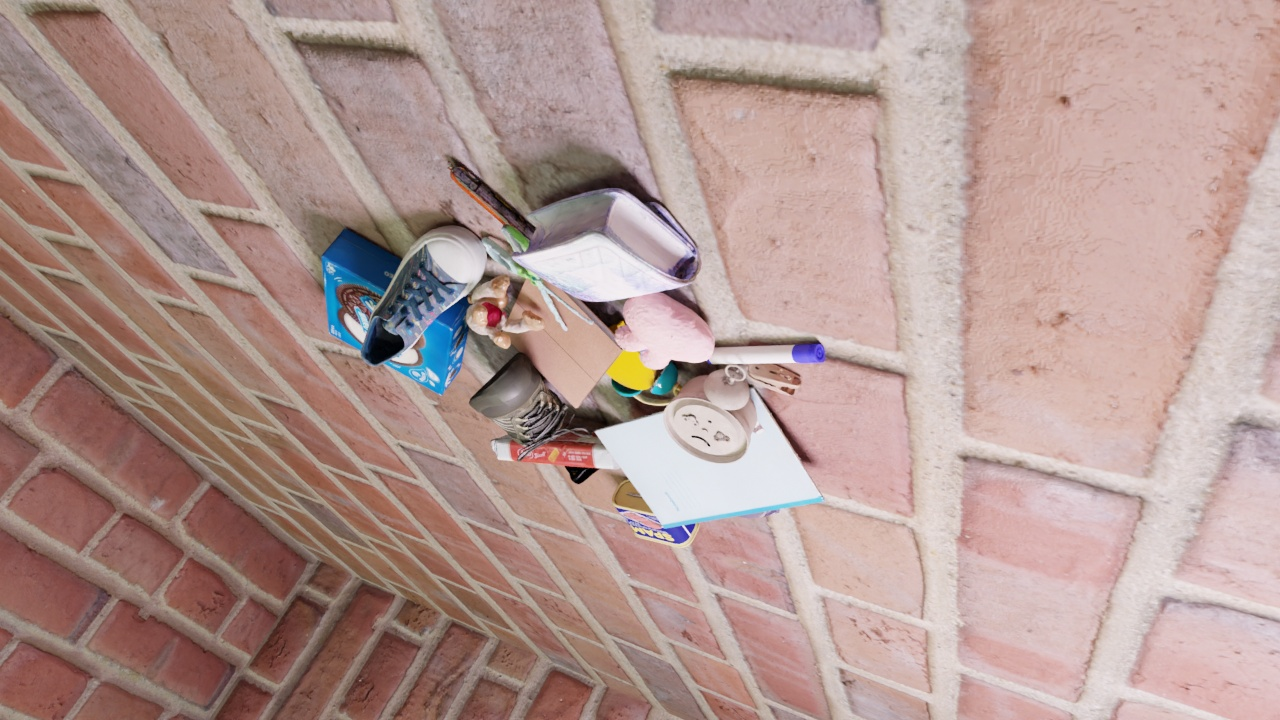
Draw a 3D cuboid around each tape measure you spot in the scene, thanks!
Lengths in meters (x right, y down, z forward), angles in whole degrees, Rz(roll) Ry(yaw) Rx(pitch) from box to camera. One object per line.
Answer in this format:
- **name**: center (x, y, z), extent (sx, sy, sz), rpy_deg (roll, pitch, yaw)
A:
- **tape measure**: center (-0.084, 0.149, 1.381), extent (0.034, 0.062, 0.061), rpy_deg (43, -165, -47)

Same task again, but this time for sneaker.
- **sneaker**: center (-0.144, 0.077, 1.206), extent (0.143, 0.101, 0.238), rpy_deg (46, 172, 2)
- **sneaker**: center (-0.273, -0.073, 1.102), extent (0.087, 0.079, 0.236), rpy_deg (43, 128, -10)

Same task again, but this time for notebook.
- **notebook**: center (-0.100, -0.026, 1.122), extent (0.141, 0.008, 0.210), rpy_deg (45, 152, 2)
- **notebook**: center (0.082, 0.131, 1.155), extent (0.254, 0.009, 0.181), rpy_deg (-18, 116, 38)

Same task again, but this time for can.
- **can**: center (0.022, 0.238, 1.438), extent (0.116, 0.056, 0.092), rpy_deg (6, 143, 37)

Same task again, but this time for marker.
- **marker**: center (0.130, -0.006, 0.969), extent (0.142, 0.020, 0.020), rpy_deg (-1, 140, 44)

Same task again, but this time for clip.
- **clip**: center (0.147, 0.019, 0.990), extent (0.052, 0.026, 0.059), rpy_deg (-5, 138, 44)

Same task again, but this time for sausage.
- **sausage**: center (-0.146, -0.156, 0.976), extent (0.155, 0.020, 0.020), rpy_deg (41, 150, -21)

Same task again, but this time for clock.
- **clock**: center (0.089, 0.050, 1.039), extent (0.103, 0.061, 0.157), rpy_deg (28, 141, 7)
- **clock**: center (-0.007, 0.006, 1.095), extent (0.099, 0.043, 0.129), rpy_deg (-7, 129, 48)

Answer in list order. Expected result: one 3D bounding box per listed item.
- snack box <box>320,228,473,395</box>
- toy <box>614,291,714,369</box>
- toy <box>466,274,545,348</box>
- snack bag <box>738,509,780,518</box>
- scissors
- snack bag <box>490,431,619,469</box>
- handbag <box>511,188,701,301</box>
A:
- **snack box**: center (-0.339, -0.059, 1.278), extent (0.195, 0.056, 0.239), rpy_deg (29, 151, -1)
- **toy**: center (0.020, -0.027, 0.989), extent (0.108, 0.053, 0.105), rpy_deg (33, 142, -18)
- **toy**: center (-0.172, -0.059, 1.109), extent (0.085, 0.074, 0.106), rpy_deg (39, 174, -27)
- **snack bag**: center (0.090, 0.150, 1.224), extent (0.205, 0.058, 0.096), rpy_deg (22, 151, 16)
- **scissors**: center (-0.118, -0.092, 1.021), extent (0.172, 0.023, 0.171), rpy_deg (24, 152, 36)
- **snack bag**: center (-0.109, 0.127, 1.336), extent (0.226, 0.077, 0.041), rpy_deg (-2, 100, 36)
- **handbag**: center (-0.034, -0.108, 0.908), extent (0.126, 0.069, 0.159), rpy_deg (30, 157, -34)
